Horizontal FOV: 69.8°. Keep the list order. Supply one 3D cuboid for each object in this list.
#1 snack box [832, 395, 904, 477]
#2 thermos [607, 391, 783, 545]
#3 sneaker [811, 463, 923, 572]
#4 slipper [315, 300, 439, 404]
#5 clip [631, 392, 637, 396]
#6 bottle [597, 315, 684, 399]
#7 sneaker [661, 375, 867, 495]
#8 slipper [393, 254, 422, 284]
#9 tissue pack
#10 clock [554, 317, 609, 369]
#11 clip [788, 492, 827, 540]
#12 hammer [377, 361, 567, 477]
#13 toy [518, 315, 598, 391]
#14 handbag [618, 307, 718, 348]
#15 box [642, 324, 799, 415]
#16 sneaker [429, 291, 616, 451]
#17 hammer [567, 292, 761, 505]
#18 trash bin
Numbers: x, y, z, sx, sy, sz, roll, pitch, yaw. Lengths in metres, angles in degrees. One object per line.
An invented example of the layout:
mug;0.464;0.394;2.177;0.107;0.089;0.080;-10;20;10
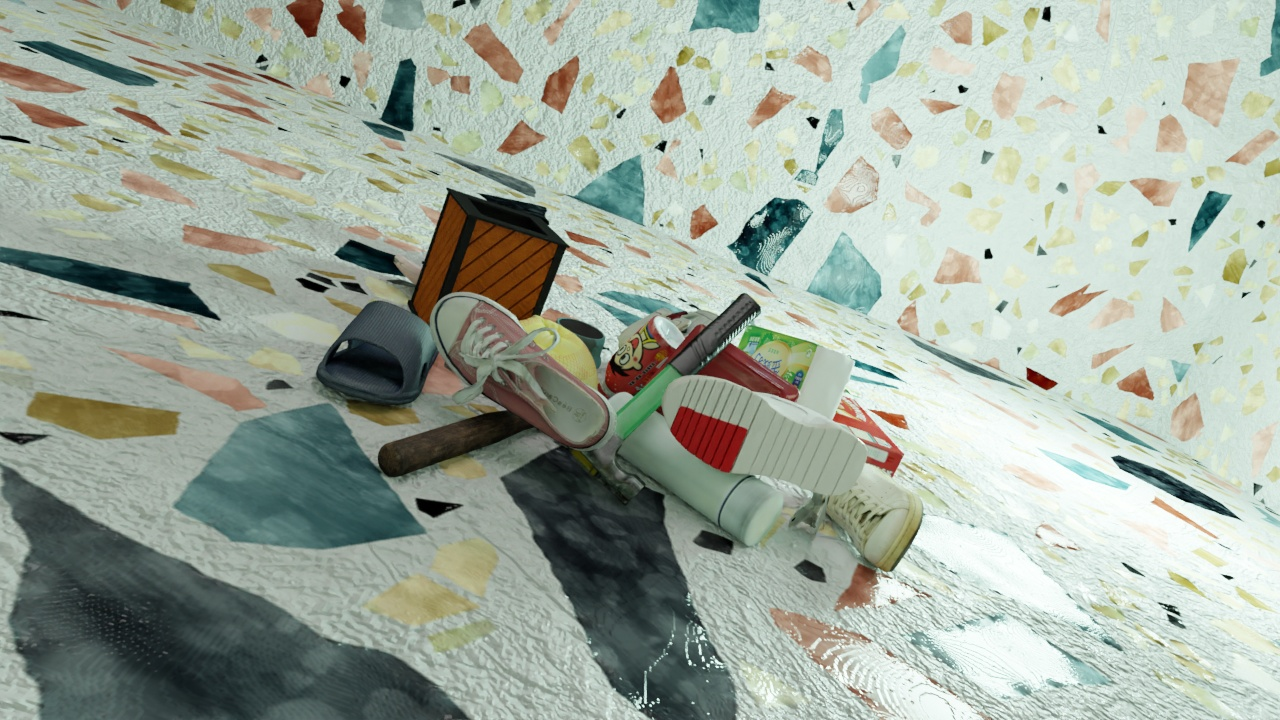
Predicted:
snack box;0.311;0.108;1.435;0.113;0.060;0.236;18;15;-12
thermos;0.048;0.115;1.012;0.230;0.068;0.067;32;18;31
sneaker;0.258;0.164;1.098;0.102;0.089;0.241;30;9;-6
slipper;-0.266;-0.023;1.008;0.101;0.083;0.263;24;14;-4
clip;-0.006;0.051;1.249;0.061;0.023;0.075;35;21;34
bottle;-0.007;0.007;1.175;0.062;0.138;0.061;36;28;-23
sneaker;0.122;0.067;0.987;0.236;0.090;0.104;17;13;-18
slipper;-0.256;-0.110;1.355;0.221;0.055;0.107;20;3;-20
tissue pack;0.246;0.028;1.394;0.141;0.120;0.198;22;7;-29
clock;-0.103;-0.023;1.301;0.090;0.053;0.124;31;20;30
clip;0.202;0.178;1.048;0.044;0.102;0.054;27;59;28
hammer;-0.190;0.054;0.939;0.218;0.037;0.299;28;16;18
toy;-0.102;0.004;1.144;0.155;0.065;0.170;49;17;5
handbag;0.047;-0.019;1.320;0.142;0.096;0.198;-13;11;-9
box;0.089;0.067;1.115;0.157;0.136;0.127;38;-23;17
sneaker;-0.131;0.007;0.915;0.241;0.118;0.088;35;2;21
hammer;0.037;0.016;1.022;0.130;0.032;0.317;42;54;9
trash bin;-0.208;-0.113;1.229;0.139;0.172;0.139;15;17;-28
